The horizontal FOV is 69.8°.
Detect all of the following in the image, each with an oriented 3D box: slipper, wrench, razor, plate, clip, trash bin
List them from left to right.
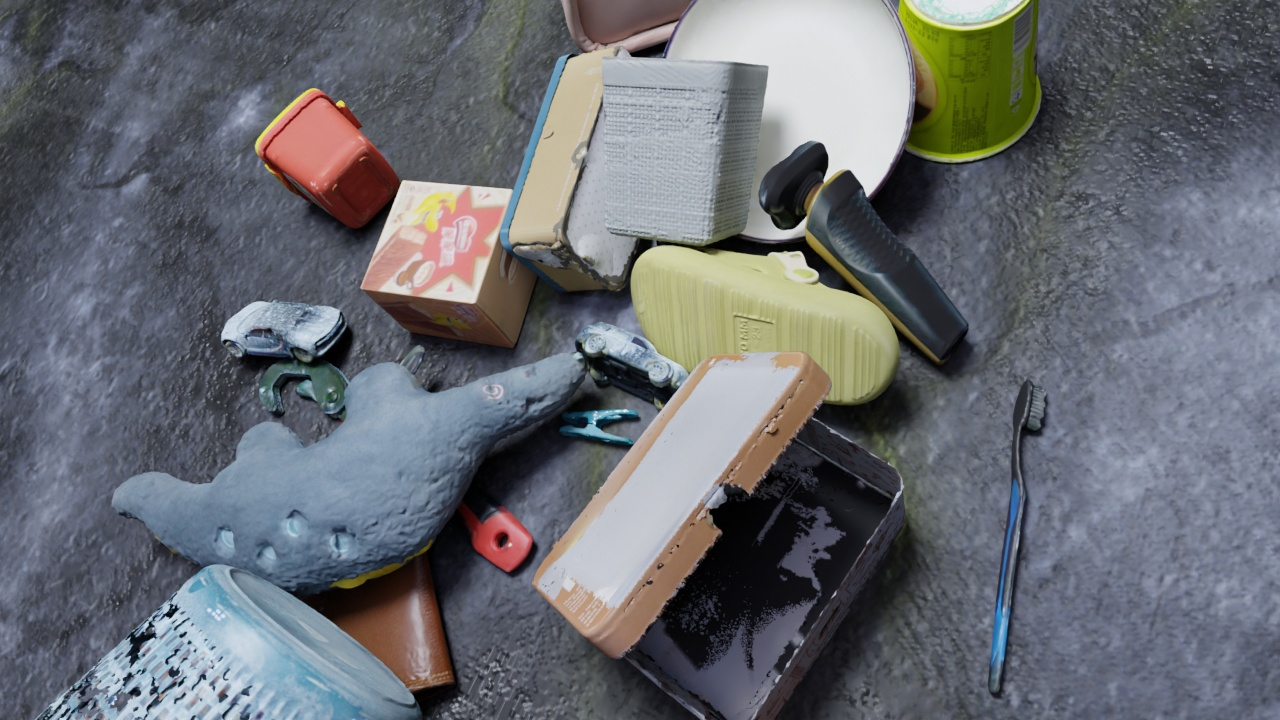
[{"bbox_3d":[-0.231,0.229,0.487,0.227,0.227,0.194,30,72,25],"label":"trash bin"},{"bbox_3d":[-0.182,0.066,0.667,0.273,0.016,0.056,29,81,25],"label":"wrench"},{"bbox_3d":[-0.029,0.045,0.635,0.056,0.014,0.040,4,68,16],"label":"clip"},{"bbox_3d":[0.085,-0.029,0.606,0.191,0.092,0.081,18,35,30],"label":"slipper"},{"bbox_3d":[0.100,-0.179,0.638,0.193,0.038,0.192,8,105,32],"label":"plate"},{"bbox_3d":[0.145,-0.065,0.589,0.167,0.068,0.062,47,65,1],"label":"razor"}]

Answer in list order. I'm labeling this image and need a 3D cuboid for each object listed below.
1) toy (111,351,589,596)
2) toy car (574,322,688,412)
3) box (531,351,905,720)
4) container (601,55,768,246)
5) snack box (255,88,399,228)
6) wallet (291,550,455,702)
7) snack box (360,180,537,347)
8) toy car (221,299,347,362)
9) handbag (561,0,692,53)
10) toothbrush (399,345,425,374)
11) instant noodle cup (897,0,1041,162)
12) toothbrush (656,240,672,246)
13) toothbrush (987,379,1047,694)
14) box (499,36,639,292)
[{"bbox_3d":[-0.198,0.082,0.608,0.356,0.091,0.137,-19,49,5],"label":"toy"},{"bbox_3d":[-0.004,0.004,0.630,0.091,0.043,0.034,25,59,25],"label":"toy car"},{"bbox_3d":[0.041,0.087,0.504,0.153,0.178,0.182,32,79,24],"label":"box"},{"bbox_3d":[0.028,-0.140,0.612,0.090,0.090,0.114,11,108,25],"label":"container"},{"bbox_3d":[-0.248,-0.160,0.744,0.080,0.091,0.082,38,82,20],"label":"snack box"},{"bbox_3d":[-0.189,0.187,0.610,0.124,0.032,0.101,-23,61,4],"label":"wallet"},{"bbox_3d":[-0.135,-0.071,0.679,0.094,0.077,0.092,9,70,19],"label":"snack box"},{"bbox_3d":[-0.282,-0.026,0.719,0.106,0.031,0.048,3,42,18],"label":"toy car"},{"bbox_3d":[0.010,-0.346,0.667,0.193,0.234,0.093,-19,65,7],"label":"handbag"},{"bbox_3d":[-0.209,0.064,0.659,0.016,0.018,0.181,35,89,28],"label":"toothbrush"},{"bbox_3d":[0.216,-0.214,0.614,0.112,0.123,0.111,-6,66,13],"label":"instant noodle cup"},{"bbox_3d":[0.013,-0.165,0.712,0.014,0.017,0.188,-9,64,12],"label":"toothbrush"},{"bbox_3d":[0.221,0.100,0.540,0.016,0.014,0.189,16,72,-4],"label":"toothbrush"},{"bbox_3d":[-0.034,-0.144,0.670,0.061,0.090,0.184,-2,63,35],"label":"box"}]
